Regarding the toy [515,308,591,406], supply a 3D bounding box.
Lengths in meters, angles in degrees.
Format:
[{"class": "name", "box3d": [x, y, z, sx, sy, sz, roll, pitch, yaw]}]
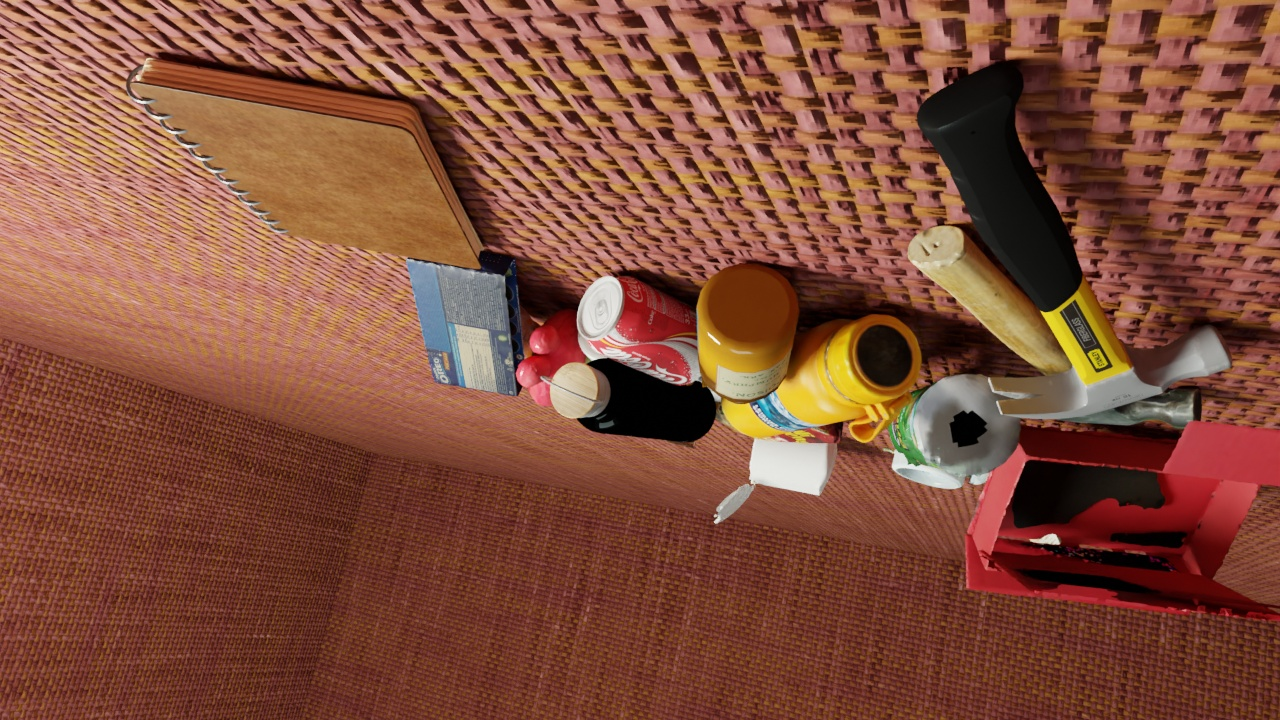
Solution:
[{"class": "toy", "box3d": [-0.073, -0.002, 0.822, 0.045, 0.091, 0.135, 18, 179, 15]}]

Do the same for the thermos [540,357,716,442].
[{"class": "thermos", "box3d": [-0.008, 0.034, 0.774, 0.061, 0.061, 0.231, 6, 176, 28]}]

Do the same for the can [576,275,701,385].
[{"class": "can", "box3d": [0.006, -0.024, 0.718, 0.104, 0.064, 0.064, 23, 164, -39]}]

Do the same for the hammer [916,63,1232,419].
[{"class": "hammer", "box3d": [0.212, -0.040, 0.469, 0.127, 0.029, 0.323, -26, 144, 27]}]

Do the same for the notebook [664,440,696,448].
[{"class": "notebook", "box3d": [-0.043, 0.048, 1.037, 0.210, 0.022, 0.169, 23, 178, 16]}]

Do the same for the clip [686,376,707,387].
[{"class": "clip", "box3d": [0.053, -0.006, 0.815, 0.044, 0.054, 0.049, -7, -168, 4]}]

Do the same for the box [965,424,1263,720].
[{"class": "box", "box3d": [0.397, 0.315, 0.837, 0.215, 0.511, 0.141, 7, -168, 0]}]

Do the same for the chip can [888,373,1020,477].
[{"class": "chip can", "box3d": [0.241, 0.053, 0.724, 0.075, 0.075, 0.223, 10, 178, 12]}]

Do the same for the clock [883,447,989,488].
[{"class": "clock", "box3d": [0.327, 0.105, 0.988, 0.117, 0.057, 0.083, 21, 166, -10]}]

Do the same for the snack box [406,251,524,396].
[{"class": "snack box", "box3d": [-0.143, -0.031, 0.768, 0.082, 0.027, 0.150, 12, 139, 7]}]

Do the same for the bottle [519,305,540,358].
[{"class": "bottle", "box3d": [-0.131, -0.029, 0.836, 0.063, 0.063, 0.109, 5, 152, 31]}]

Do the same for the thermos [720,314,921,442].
[{"class": "thermos", "box3d": [0.145, 0.019, 0.739, 0.091, 0.076, 0.233, 30, 164, -8]}]

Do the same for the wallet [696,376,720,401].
[{"class": "wallet", "box3d": [0.087, 0.024, 0.928, 0.086, 0.032, 0.116, 10, 167, 0]}]

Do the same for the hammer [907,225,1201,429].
[{"class": "hammer", "box3d": [0.264, -0.011, 0.612, 0.132, 0.033, 0.330, 2, 163, 43]}]

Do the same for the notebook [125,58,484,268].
[{"class": "notebook", "box3d": [-0.201, -0.118, 0.595, 0.167, 0.024, 0.226, 10, 167, 3]}]

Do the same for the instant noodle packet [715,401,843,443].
[{"class": "instant noodle packet", "box3d": [0.150, 0.064, 1.026, 0.098, 0.039, 0.136, 30, 160, -35]}]

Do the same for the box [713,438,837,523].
[{"class": "box", "box3d": [0.170, 0.153, 1.163, 0.137, 0.143, 0.083, 11, 165, 16]}]

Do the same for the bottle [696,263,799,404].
[{"class": "bottle", "box3d": [0.076, -0.007, 0.672, 0.068, 0.067, 0.157, 10, 159, 8]}]

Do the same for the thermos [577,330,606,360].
[{"class": "thermos", "box3d": [-0.005, 0.005, 0.881, 0.052, 0.052, 0.224, 9, 167, 15]}]

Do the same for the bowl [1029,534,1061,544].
[{"class": "bowl", "box3d": [0.416, 0.131, 0.940, 0.063, 0.145, 0.145, -28, 160, 5]}]
